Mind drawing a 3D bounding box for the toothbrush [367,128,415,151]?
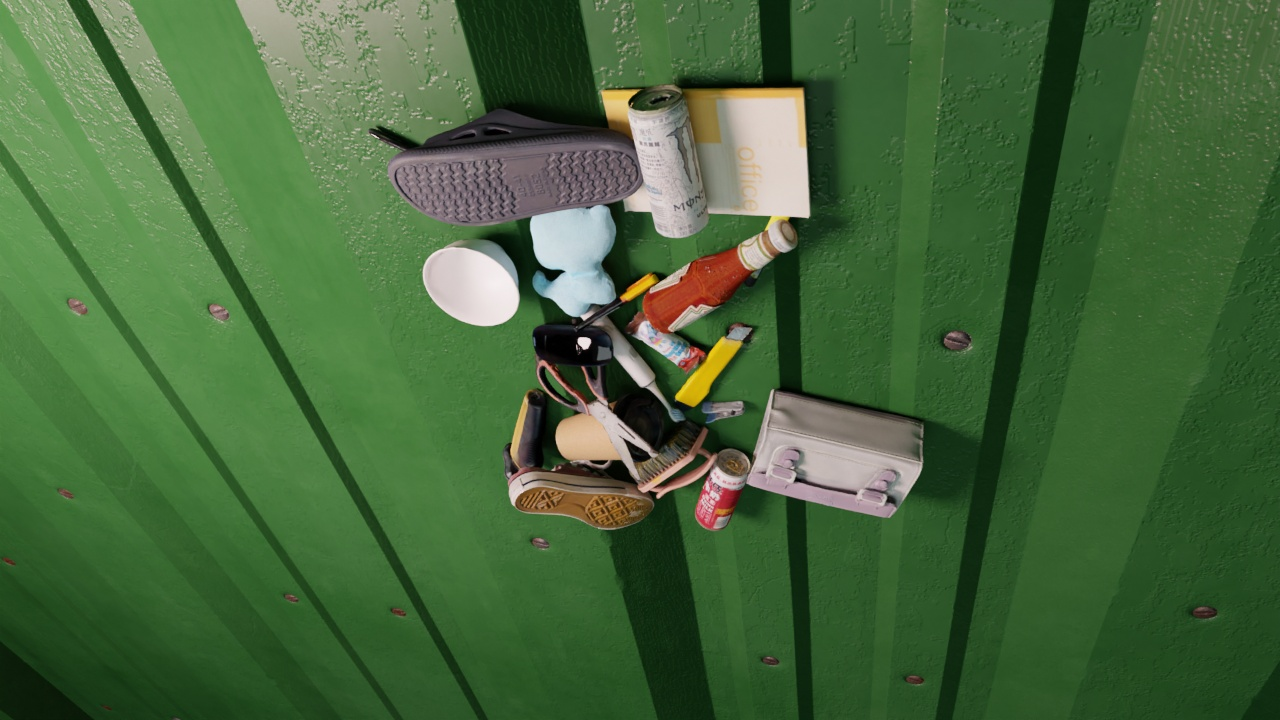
[{"bbox_3d":[-0.219,-0.221,1.029,0.181,0.015,0.018,23,130,-7],"label":"toothbrush"}]

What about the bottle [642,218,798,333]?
[{"bbox_3d":[0.087,-0.094,1.021,0.060,0.059,0.207,39,135,-21],"label":"bottle"}]

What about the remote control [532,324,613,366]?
[{"bbox_3d":[-0.091,-0.018,1.151,0.137,0.024,0.053,4,108,39],"label":"remote control"}]

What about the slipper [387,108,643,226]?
[{"bbox_3d":[-0.128,-0.210,0.972,0.268,0.083,0.111,-4,145,5],"label":"slipper"}]

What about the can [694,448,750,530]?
[{"bbox_3d":[0.116,0.184,1.299,0.053,0.053,0.133,15,136,2],"label":"can"}]

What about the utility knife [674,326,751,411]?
[{"bbox_3d":[0.091,0.010,1.161,0.033,0.015,0.178,22,135,-14],"label":"utility knife"}]

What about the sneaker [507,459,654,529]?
[{"bbox_3d":[-0.087,0.182,1.336,0.240,0.087,0.118,15,127,-34],"label":"sneaker"}]

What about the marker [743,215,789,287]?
[{"bbox_3d":[0.138,-0.126,1.011,0.018,0.015,0.124,20,137,-1],"label":"marker"}]

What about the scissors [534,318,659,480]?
[{"bbox_3d":[-0.060,0.049,1.175,0.189,0.015,0.224,1,104,40],"label":"scissors"}]

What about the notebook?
[{"bbox_3d":[0.069,-0.211,0.939,0.206,0.010,0.146,6,135,19],"label":"notebook"}]

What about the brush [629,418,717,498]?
[{"bbox_3d":[0.042,0.146,1.278,0.073,0.063,0.146,39,134,-8],"label":"brush"}]

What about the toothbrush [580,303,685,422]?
[{"bbox_3d":[-0.007,0.007,1.180,0.026,0.026,0.221,-8,132,42],"label":"toothbrush"}]

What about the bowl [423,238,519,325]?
[{"bbox_3d":[-0.193,-0.106,1.099,0.118,0.064,0.118,9,135,9],"label":"bowl"}]

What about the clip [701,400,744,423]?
[{"bbox_3d":[0.110,0.065,1.204,0.058,0.027,0.044,-6,124,22],"label":"clip"}]

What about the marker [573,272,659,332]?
[{"bbox_3d":[-0.031,-0.068,1.098,0.124,0.018,0.015,-32,91,20],"label":"marker"}]

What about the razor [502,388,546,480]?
[{"bbox_3d":[-0.164,0.107,1.318,0.067,0.062,0.168,39,136,24],"label":"razor"}]

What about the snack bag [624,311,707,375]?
[{"bbox_3d":[0.031,-0.023,1.139,0.105,0.026,0.045,33,137,-13],"label":"snack bag"}]

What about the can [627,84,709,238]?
[{"bbox_3d":[0.029,-0.197,0.919,0.058,0.058,0.147,0,132,18],"label":"can"}]

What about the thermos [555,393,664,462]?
[{"bbox_3d":[-0.043,0.098,1.245,0.144,0.092,0.093,-13,129,39],"label":"thermos"}]

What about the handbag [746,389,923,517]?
[{"bbox_3d":[0.245,0.128,1.179,0.197,0.098,0.145,13,142,5],"label":"handbag"}]

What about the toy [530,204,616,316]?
[{"bbox_3d":[-0.079,-0.124,1.055,0.162,0.049,0.156,-19,122,37],"label":"toy"}]
